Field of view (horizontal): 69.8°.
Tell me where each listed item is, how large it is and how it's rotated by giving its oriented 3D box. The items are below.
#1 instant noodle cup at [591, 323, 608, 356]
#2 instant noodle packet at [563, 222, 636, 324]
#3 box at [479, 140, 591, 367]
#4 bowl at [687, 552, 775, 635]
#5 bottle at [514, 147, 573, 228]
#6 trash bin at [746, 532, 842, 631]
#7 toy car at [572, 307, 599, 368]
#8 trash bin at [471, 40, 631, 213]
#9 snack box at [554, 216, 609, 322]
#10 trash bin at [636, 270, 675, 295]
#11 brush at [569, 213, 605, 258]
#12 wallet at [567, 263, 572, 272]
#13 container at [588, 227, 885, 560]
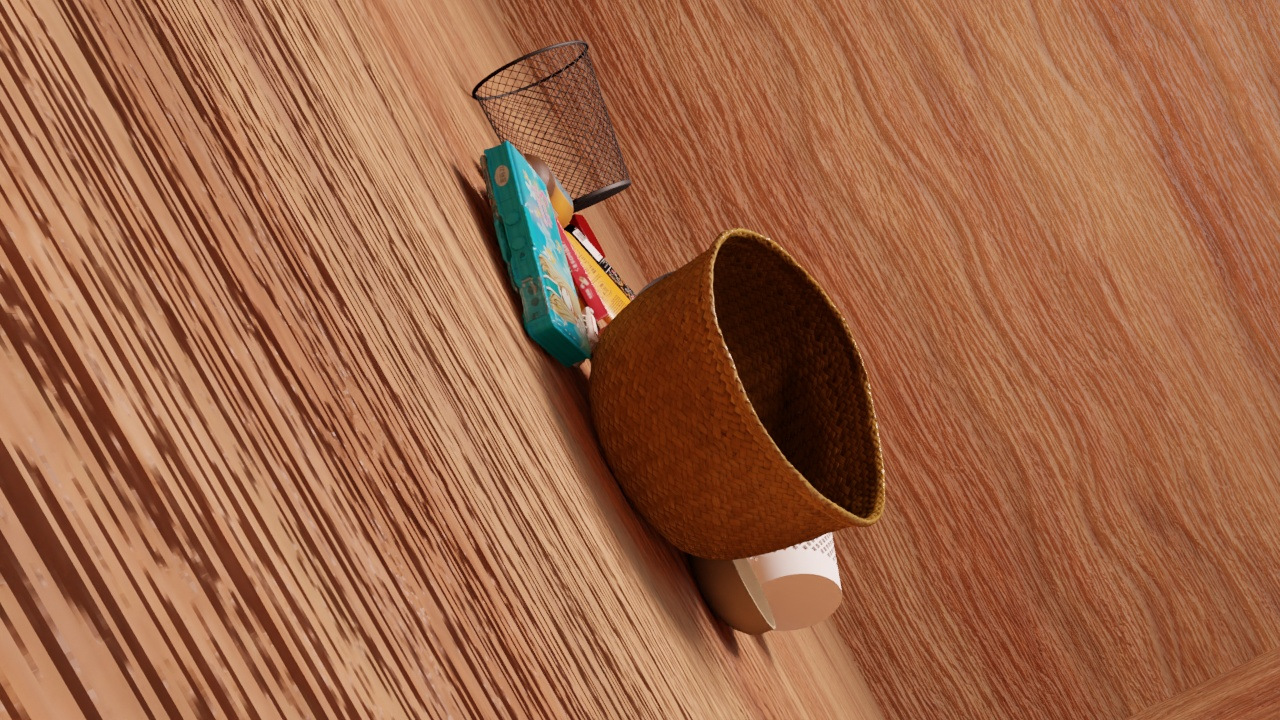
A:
[{"bbox_3d":[-0.007,0.007,1.132,0.108,0.098,0.097,56,4,13],"label":"instant noodle cup"},{"bbox_3d":[-0.054,-0.104,1.267,0.221,0.032,0.159,48,20,-8],"label":"instant noodle packet"},{"bbox_3d":[-0.106,-0.107,0.915,0.094,0.041,0.226,43,26,-60],"label":"box"},{"bbox_3d":[0.095,0.244,1.039,0.152,0.050,0.152,60,6,-11],"label":"bowl"},{"bbox_3d":[-0.137,-0.213,1.122,0.067,0.068,0.157,64,6,21],"label":"bottle"},{"bbox_3d":[0.194,0.257,1.292,0.195,0.196,0.199,57,17,-39],"label":"trash bin"},{"bbox_3d":[-0.070,-0.031,1.011,0.039,0.039,0.113,36,13,-19],"label":"toy car"},{"bbox_3d":[-0.119,-0.328,1.351,0.184,0.184,0.210,-72,138,-82],"label":"trash bin"},{"bbox_3d":[-0.088,-0.104,1.115,0.133,0.021,0.089,61,-17,-5],"label":"snack box"},{"bbox_3d":[0.100,-0.008,1.546,0.217,0.218,0.227,64,2,24],"label":"trash bin"},{"bbox_3d":[-0.099,-0.193,1.501,0.082,0.042,0.173,61,6,-6],"label":"brush"},{"bbox_3d":[-0.122,-0.146,1.032,0.123,0.019,0.072,60,15,-6],"label":"wallet"},{"bbox_3d":[0.092,0.045,0.933,0.307,0.197,0.306,36,39,-37],"label":"container"}]
